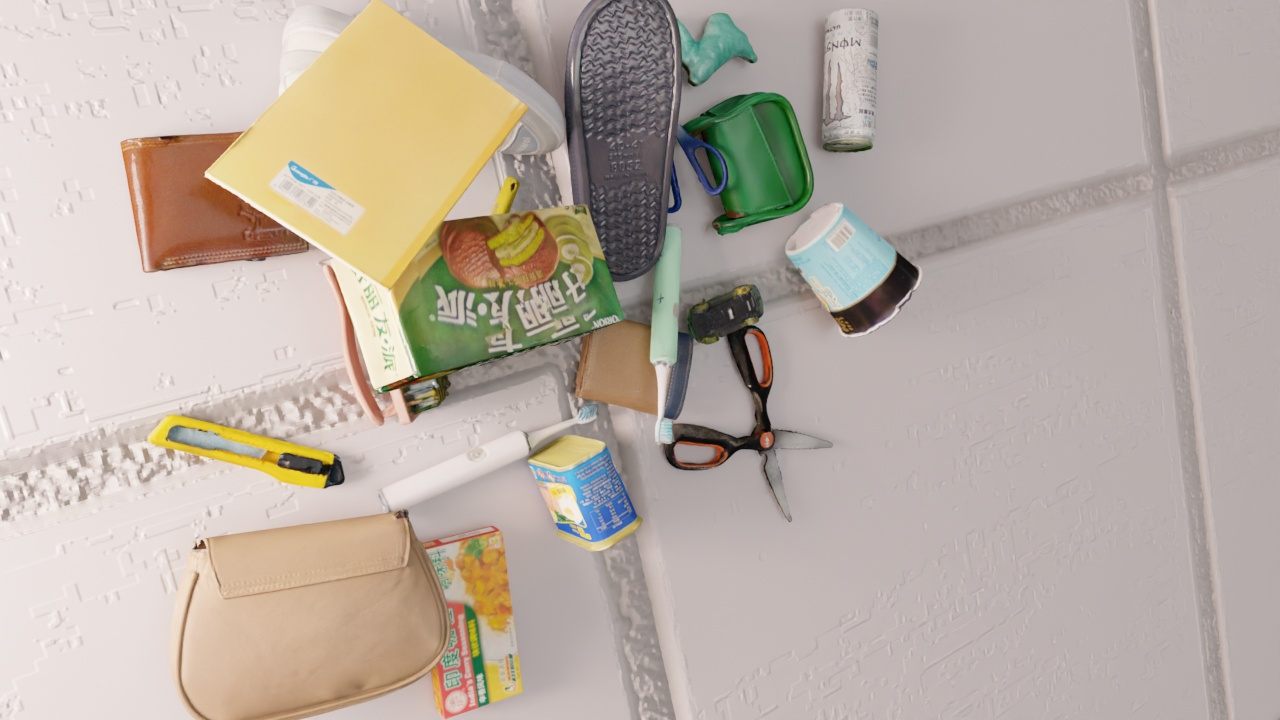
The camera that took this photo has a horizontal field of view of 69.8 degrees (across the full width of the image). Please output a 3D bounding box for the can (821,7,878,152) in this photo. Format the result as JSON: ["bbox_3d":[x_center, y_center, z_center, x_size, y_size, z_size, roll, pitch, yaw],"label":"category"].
[{"bbox_3d":[0.231,-0.307,1.012,0.058,0.058,0.146,1,92,-30],"label":"can"}]

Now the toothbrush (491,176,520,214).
[{"bbox_3d":[-0.146,-0.078,0.825,0.015,0.017,0.190,25,80,-29],"label":"toothbrush"}]

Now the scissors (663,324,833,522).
[{"bbox_3d":[0.120,0.074,0.985,0.220,0.022,0.234,-13,98,-29],"label":"scissors"}]

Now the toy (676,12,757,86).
[{"bbox_3d":[0.068,-0.321,0.933,0.096,0.030,0.091,48,67,-17],"label":"toy"}]

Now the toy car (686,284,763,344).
[{"bbox_3d":[0.086,-0.049,0.951,0.091,0.036,0.043,-25,105,-29],"label":"toy car"}]

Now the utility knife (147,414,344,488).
[{"bbox_3d":[-0.310,0.076,0.736,0.153,0.015,0.033,20,80,-29],"label":"utility knife"}]

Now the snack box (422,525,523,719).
[{"bbox_3d":[-0.155,0.234,0.828,0.076,0.027,0.156,-10,97,-28],"label":"snack box"}]

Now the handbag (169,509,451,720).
[{"bbox_3d":[-0.261,0.201,0.728,0.204,0.100,0.147,-3,86,-30],"label":"handbag"}]

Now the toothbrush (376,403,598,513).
[{"bbox_3d":[-0.131,0.086,0.835,0.220,0.026,0.026,-23,146,-27],"label":"toothbrush"}]

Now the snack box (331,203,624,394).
[{"bbox_3d":[-0.124,-0.058,0.761,0.239,0.063,0.114,-18,90,-49],"label":"snack box"}]

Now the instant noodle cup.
[{"bbox_3d":[0.223,-0.104,0.998,0.120,0.111,0.111,43,71,-15],"label":"instant noodle cup"}]

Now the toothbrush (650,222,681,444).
[{"bbox_3d":[0.023,-0.028,0.889,0.026,0.027,0.224,36,53,-61],"label":"toothbrush"}]

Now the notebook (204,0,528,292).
[{"bbox_3d":[-0.192,-0.165,0.678,0.146,0.010,0.205,34,60,-9],"label":"notebook"}]

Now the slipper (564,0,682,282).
[{"bbox_3d":[-0.029,-0.210,0.861,0.110,0.083,0.268,-9,115,-24],"label":"slipper"}]

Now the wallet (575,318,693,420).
[{"bbox_3d":[-0.005,0.005,0.904,0.115,0.033,0.090,13,83,-29],"label":"wallet"}]

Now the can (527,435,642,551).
[{"bbox_3d":[-0.053,0.118,0.840,0.057,0.102,0.083,-29,104,-26],"label":"can"}]

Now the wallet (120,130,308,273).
[{"bbox_3d":[-0.326,-0.124,0.711,0.124,0.032,0.101,-12,101,-29],"label":"wallet"}]

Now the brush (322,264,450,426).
[{"bbox_3d":[-0.214,-0.020,0.766,0.073,0.063,0.146,-17,100,2],"label":"brush"}]

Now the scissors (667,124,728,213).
[{"bbox_3d":[0.020,-0.226,0.905,0.171,0.012,0.140,40,108,7],"label":"scissors"}]

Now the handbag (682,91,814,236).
[{"bbox_3d":[0.108,-0.205,0.945,0.120,0.068,0.131,-24,105,-19],"label":"handbag"}]

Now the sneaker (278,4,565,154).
[{"bbox_3d":[-0.174,-0.204,0.758,0.242,0.090,0.090,13,69,-26],"label":"sneaker"}]
